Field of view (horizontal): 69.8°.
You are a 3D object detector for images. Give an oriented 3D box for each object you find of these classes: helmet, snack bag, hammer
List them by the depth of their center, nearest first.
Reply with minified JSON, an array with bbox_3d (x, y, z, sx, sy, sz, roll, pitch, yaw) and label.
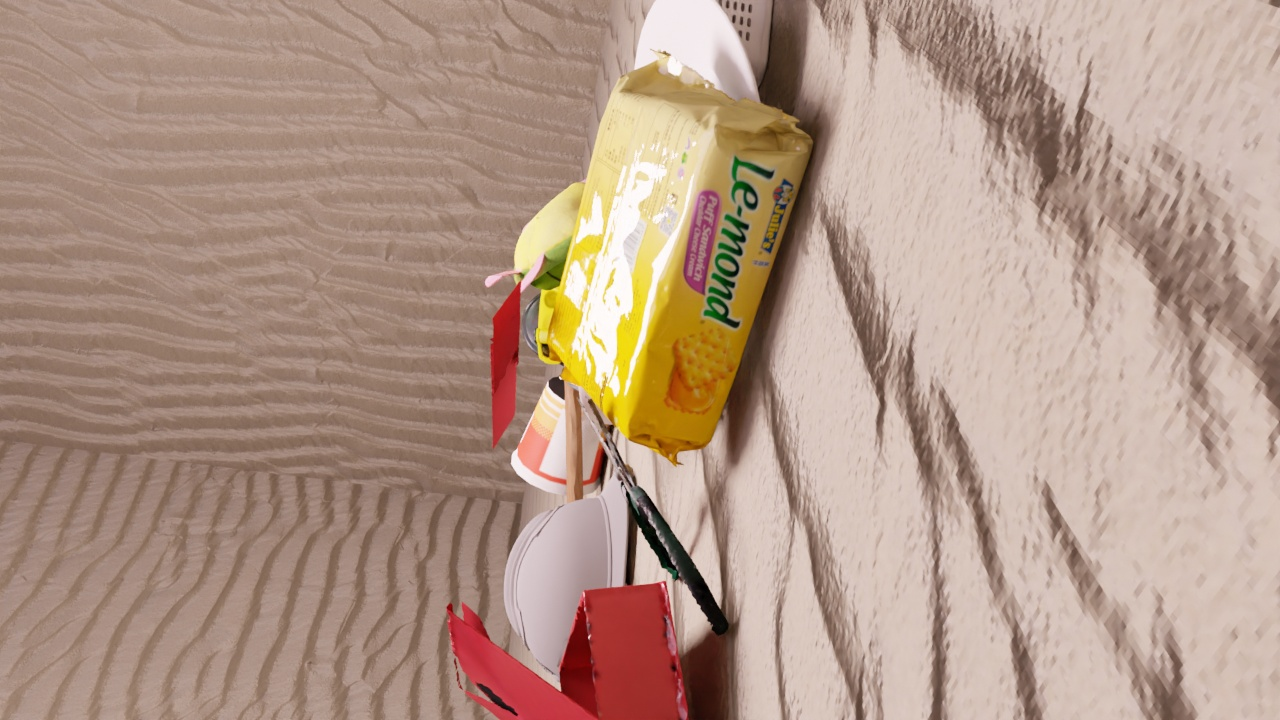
[{"bbox_3d":[0.010,-0.064,0.595,0.159,0.068,0.248,42,123,47],"label":"snack bag"},{"bbox_3d":[-0.083,0.245,0.962,0.183,0.117,0.271,143,133,-78],"label":"helmet"},{"bbox_3d":[-0.082,0.120,1.137,0.098,0.052,0.328,-133,42,-79],"label":"hammer"}]

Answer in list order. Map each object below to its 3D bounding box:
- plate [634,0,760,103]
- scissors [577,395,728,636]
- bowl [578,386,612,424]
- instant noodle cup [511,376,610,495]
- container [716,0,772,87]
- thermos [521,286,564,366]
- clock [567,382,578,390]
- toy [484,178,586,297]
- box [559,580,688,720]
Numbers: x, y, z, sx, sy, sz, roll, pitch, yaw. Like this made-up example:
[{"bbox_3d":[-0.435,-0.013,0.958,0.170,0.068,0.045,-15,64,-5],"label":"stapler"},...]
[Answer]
[{"bbox_3d":[0.042,-0.160,0.662,0.209,0.015,0.208,166,90,-70],"label":"plate"},{"bbox_3d":[0.012,0.114,0.608,0.204,0.015,0.202,51,169,53],"label":"scissors"},{"bbox_3d":[-0.005,0.005,0.817,0.114,0.051,0.115,-35,-49,-55],"label":"bowl"},{"bbox_3d":[-0.096,0.096,1.227,0.123,0.123,0.121,-102,29,-67],"label":"instant noodle cup"},{"bbox_3d":[0.065,-0.259,0.695,0.081,0.049,0.129,131,146,-75],"label":"container"},{"bbox_3d":[-0.094,-0.030,1.246,0.221,0.098,0.098,56,-140,-76],"label":"thermos"},{"bbox_3d":[-0.033,0.006,0.991,0.119,0.083,0.057,120,163,-73],"label":"clock"},{"bbox_3d":[-0.081,-0.147,1.063,0.237,0.088,0.191,-46,20,-31],"label":"toy"},{"bbox_3d":[-0.073,0.368,0.514,0.476,0.171,0.215,-57,-9,-30],"label":"box"}]
